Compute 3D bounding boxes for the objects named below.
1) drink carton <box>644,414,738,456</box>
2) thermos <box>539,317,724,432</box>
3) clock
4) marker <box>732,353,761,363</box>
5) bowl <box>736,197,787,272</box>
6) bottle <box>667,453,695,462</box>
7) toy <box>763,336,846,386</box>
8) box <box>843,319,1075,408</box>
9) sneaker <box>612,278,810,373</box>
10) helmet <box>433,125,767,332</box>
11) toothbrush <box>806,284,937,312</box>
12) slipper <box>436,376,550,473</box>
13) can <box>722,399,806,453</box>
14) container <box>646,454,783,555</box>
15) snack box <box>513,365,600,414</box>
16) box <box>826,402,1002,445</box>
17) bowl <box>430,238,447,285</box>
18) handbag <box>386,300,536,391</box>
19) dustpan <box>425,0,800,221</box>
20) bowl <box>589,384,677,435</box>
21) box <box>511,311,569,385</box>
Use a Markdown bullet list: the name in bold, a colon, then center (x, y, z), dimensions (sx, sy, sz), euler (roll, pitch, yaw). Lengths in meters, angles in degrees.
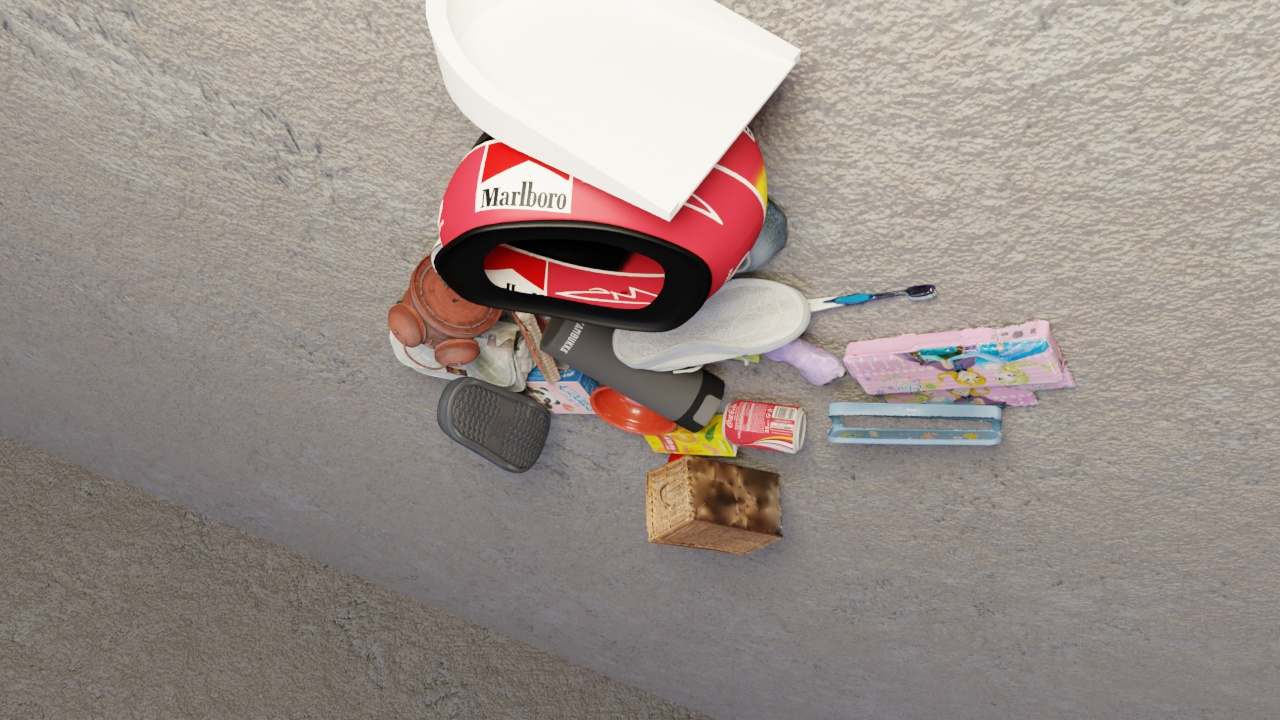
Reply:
- **drink carton**: center (0.075, 0.108, 1.359), dimensions (0.135, 0.042, 0.058), euler (0, 143, 28)
- **thermos**: center (-0.007, 0.007, 1.196), dimensions (0.240, 0.082, 0.082), euler (29, 148, -18)
- **clock**: center (-0.244, -0.059, 1.144), dimensions (0.120, 0.157, 0.072), euler (29, 143, -19)
- **marker**: center (0.092, -0.018, 1.166), dimensions (0.124, 0.017, 0.021), euler (11, 116, 16)
- **bowl**: center (0.095, -0.126, 0.948), dimensions (0.110, 0.055, 0.110), euler (13, 149, 8)
- **bottle**: center (0.063, 0.158, 1.453), dimensions (0.036, 0.036, 0.119), euler (17, 151, 2)
- **toy**: center (0.195, -0.003, 1.114), dimensions (0.099, 0.036, 0.080), euler (31, 161, -7)
- **box**: center (0.371, 0.023, 1.064), dimensions (0.231, 0.035, 0.159), euler (-6, 141, 38)
- **sneaker**: center (0.091, -0.036, 1.082), dimensions (0.243, 0.089, 0.090), euler (-12, 165, 29)
- **helmet**: center (-0.026, -0.156, 0.790), dimensions (0.271, 0.224, 0.198), euler (9, 154, -9)
- **toothbrush**: center (0.233, -0.064, 1.015), dimensions (0.189, 0.016, 0.017), euler (-6, 152, 35)
- **slipper**: center (-0.221, 0.090, 1.309), dimensions (0.083, 0.110, 0.268), euler (10, 167, 26)
- **can**: center (0.169, 0.089, 1.254), dimensions (0.105, 0.064, 0.064), euler (6, 148, 20)
- **container**: center (0.115, 0.224, 1.413), dimensions (0.198, 0.113, 0.113), euler (14, 151, -29)
- **snack box**: center (-0.133, 0.044, 1.374), dimensions (0.154, 0.033, 0.088), euler (0, 145, 29)
- **box**: center (0.338, 0.088, 1.140), dimensions (0.210, 0.058, 0.068), euler (1, 164, 22)
- **bowl**: center (-0.185, -0.126, 1.092), dimensions (0.113, 0.063, 0.114), euler (14, 150, 8)
- **handbag**: center (-0.251, -0.016, 1.301), dimensions (0.195, 0.072, 0.139), euler (11, 150, 12)
- **dustpan**: center (-0.037, -0.236, 0.691), dimensions (0.258, 0.191, 0.053), euler (28, 154, 18)
- **bowl**: center (-0.005, 0.056, 1.312), dimensions (0.130, 0.045, 0.131), euler (14, 150, 8)
- **box**: center (-0.131, -0.038, 1.247), dimensions (0.056, 0.063, 0.188), euler (46, 165, 27)
